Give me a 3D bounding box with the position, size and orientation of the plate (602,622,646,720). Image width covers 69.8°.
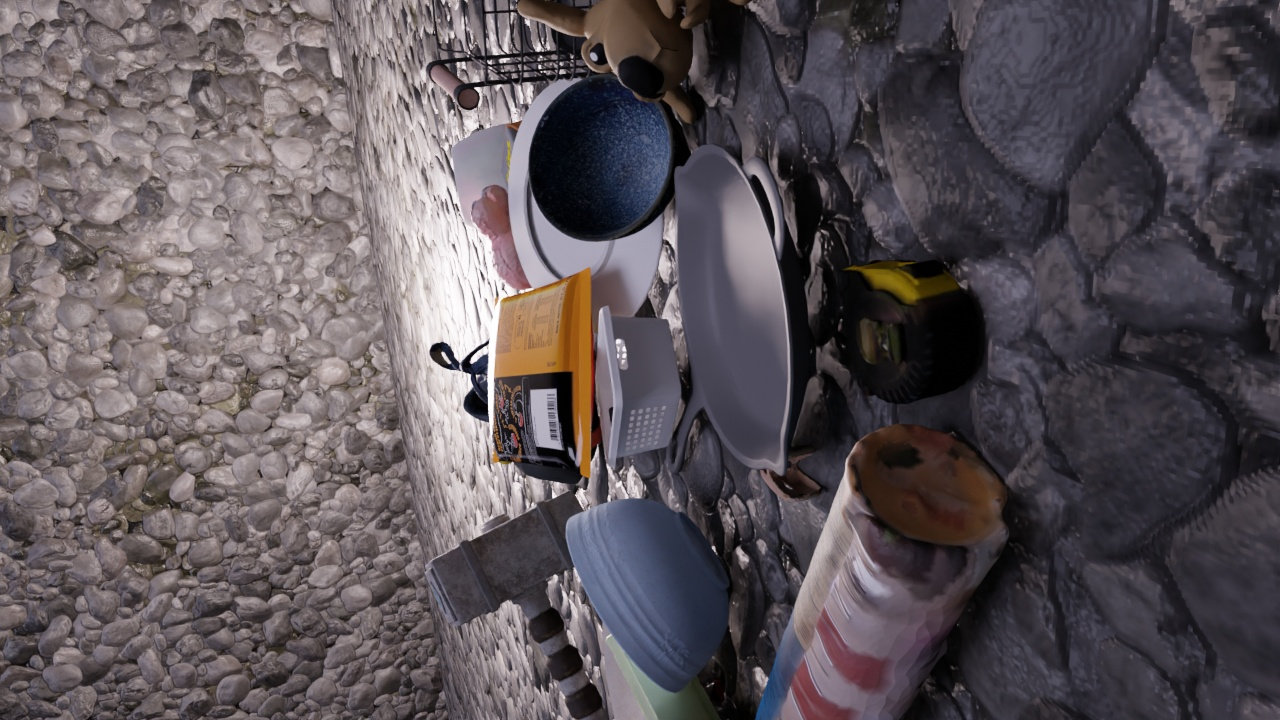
[{"bbox_3d":[0.001,0.308,0.877,0.189,0.027,0.188,174,90,-74],"label":"plate"}]

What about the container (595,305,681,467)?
[{"bbox_3d":[-0.003,0.021,0.690,0.129,0.049,0.080,99,164,-62],"label":"container"}]

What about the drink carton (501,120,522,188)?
[{"bbox_3d":[-0.089,-0.160,0.862,0.076,0.048,0.124,109,143,-54],"label":"drink carton"}]

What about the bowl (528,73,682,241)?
[{"bbox_3d":[-0.016,-0.139,0.651,0.114,0.060,0.114,1,92,26],"label":"bowl"}]

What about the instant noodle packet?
[{"bbox_3d":[-0.091,0.013,0.797,0.221,0.032,0.160,-6,84,61],"label":"instant noodle packet"}]

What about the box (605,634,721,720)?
[{"bbox_3d":[0.040,0.296,0.716,0.188,0.064,0.130,59,173,24],"label":"box"}]

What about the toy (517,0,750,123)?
[{"bbox_3d":[0.011,-0.204,0.537,0.108,0.134,0.105,-44,31,35],"label":"toy"}]

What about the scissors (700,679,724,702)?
[{"bbox_3d":[0.049,0.332,0.811,0.199,0.015,0.179,118,136,-61],"label":"scissors"}]

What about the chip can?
[{"bbox_3d":[0.113,0.139,0.466,0.079,0.079,0.230,-122,28,-42],"label":"chip can"}]

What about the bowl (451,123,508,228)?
[{"bbox_3d":[-0.160,-0.189,0.972,0.116,0.065,0.116,169,91,-83],"label":"bowl"}]

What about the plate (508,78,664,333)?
[{"bbox_3d":[-0.055,-0.124,0.752,0.209,0.015,0.209,18,114,47],"label":"plate"}]

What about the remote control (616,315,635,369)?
[{"bbox_3d":[-0.005,0.005,0.781,0.043,0.013,0.136,127,128,-63],"label":"remote control"}]

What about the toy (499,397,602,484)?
[{"bbox_3d":[-0.085,0.059,0.909,0.100,0.097,0.119,32,125,39],"label":"toy"}]

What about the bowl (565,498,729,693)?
[{"bbox_3d":[0.018,0.161,0.686,0.150,0.075,0.150,54,-173,-10],"label":"bowl"}]

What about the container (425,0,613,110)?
[{"bbox_3d":[-0.093,-0.322,0.672,0.163,0.130,0.242,-132,36,-53],"label":"container"}]

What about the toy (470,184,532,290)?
[{"bbox_3d":[-0.124,-0.121,0.899,0.105,0.053,0.108,50,-151,-18],"label":"toy"}]

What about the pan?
[{"bbox_3d":[0.053,-0.001,0.606,0.355,0.024,0.216,104,153,-59],"label":"pan"}]

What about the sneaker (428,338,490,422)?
[{"bbox_3d":[-0.151,0.001,1.005,0.295,0.127,0.120,130,124,-62],"label":"sneaker"}]

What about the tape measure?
[{"bbox_3d":[0.120,-0.011,0.417,0.063,0.038,0.067,-165,66,-67],"label":"tape measure"}]

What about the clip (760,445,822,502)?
[{"bbox_3d":[0.087,0.061,0.559,0.061,0.024,0.041,-149,51,-67],"label":"clip"}]

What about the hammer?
[{"bbox_3d":[-0.086,0.316,0.984,0.326,0.176,0.080,62,157,7],"label":"hammer"}]
